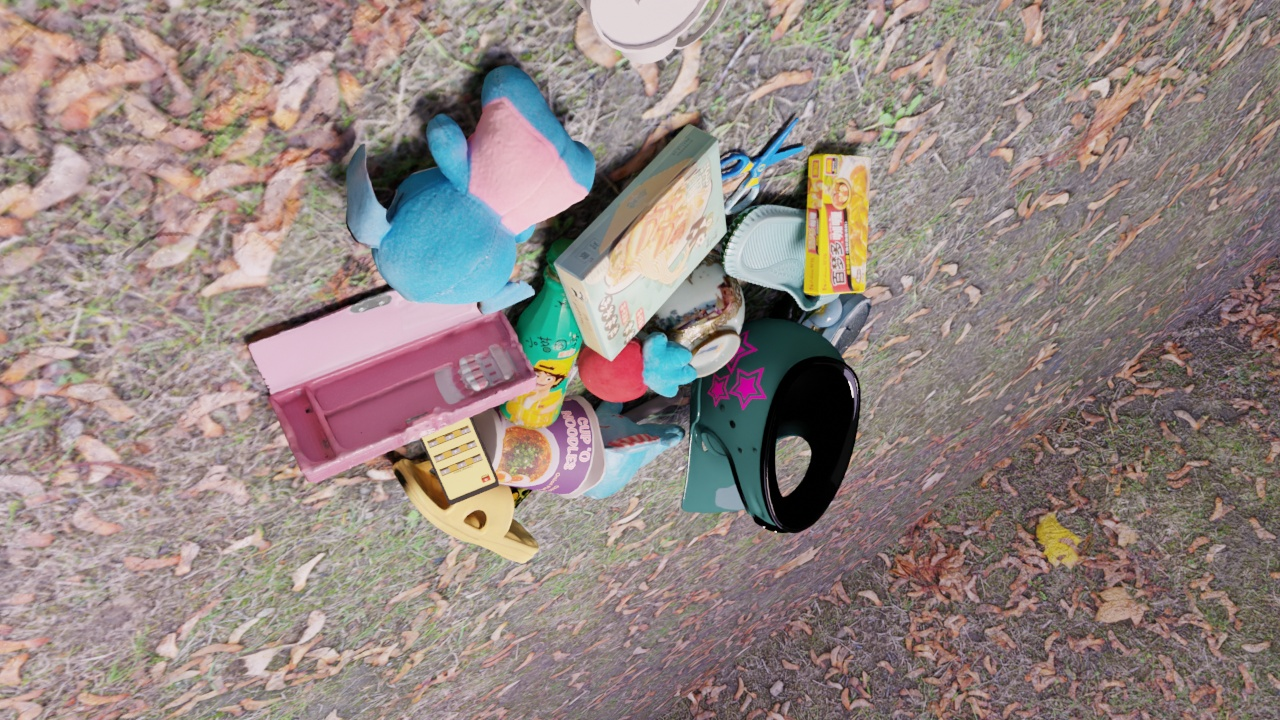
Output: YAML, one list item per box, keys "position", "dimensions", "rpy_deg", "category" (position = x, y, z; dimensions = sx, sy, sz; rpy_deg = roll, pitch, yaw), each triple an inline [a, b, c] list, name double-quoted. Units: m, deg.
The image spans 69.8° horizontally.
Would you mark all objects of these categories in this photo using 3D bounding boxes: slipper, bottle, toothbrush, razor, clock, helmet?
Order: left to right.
- position: [-0.189, 0.163, 1.072]
  dimensions: [0.078, 0.099, 0.263]
  rpy_deg: [-49, 143, -5]
  category: "slipper"
- position: [-0.196, 0.171, 1.168]
  dimensions: [0.044, 0.021, 0.144]
  rpy_deg: [-47, 147, 21]
  category: "razor"
- position: [-0.093, -0.026, 0.928]
  dimensions: [0.068, 0.068, 0.210]
  rpy_deg: [-12, 137, -36]
  category: "bottle"
- position: [-0.027, 0.083, 1.214]
  dimensions: [0.187, 0.018, 0.019]
  rpy_deg: [-26, 149, -16]
  category: "toothbrush"
- position: [0.013, -0.278, 0.672]
  dimensions: [0.120, 0.061, 0.159]
  rpy_deg: [-48, 148, 22]
  category: "clock"
- position: [0.147, 0.082, 1.141]
  dimensions: [0.176, 0.200, 0.275]
  rpy_deg: [5, 100, -31]
  category: "helmet"
- position: [0.189, -0.062, 1.211]
  dimensions: [0.033, 0.033, 0.123]
  rpy_deg: [-18, 147, -28]
  category: "bottle"
- position: [0.195, -0.121, 1.070]
  dimensions: [0.275, 0.069, 0.116]
  rpy_deg: [1, 117, -49]
  category: "slipper"
- position: [0.250, -0.045, 1.238]
  dimensions: [0.161, 0.060, 0.118]
  rpy_deg: [-14, 135, -56]
  category: "clock"

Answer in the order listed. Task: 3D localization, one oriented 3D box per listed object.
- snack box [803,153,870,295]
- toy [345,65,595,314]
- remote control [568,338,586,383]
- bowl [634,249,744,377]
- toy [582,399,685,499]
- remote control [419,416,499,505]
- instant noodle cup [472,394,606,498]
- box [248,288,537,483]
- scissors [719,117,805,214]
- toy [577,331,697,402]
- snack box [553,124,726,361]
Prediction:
- position: [0.219, -0.150, 1.020]
  dimensions: [0.075, 0.025, 0.152]
  rpy_deg: [-6, 101, -34]
  category: "snack box"
- position: [-0.120, -0.119, 0.733]
  dimensions: [0.191, 0.099, 0.224]
  rpy_deg: [-44, 142, 5]
  category: "toy"
- position: [-0.075, -0.020, 1.005]
  dimensions: [0.050, 0.022, 0.134]
  rpy_deg: [-2, 137, -44]
  category: "remote control"
- position: [0.059, -0.037, 1.046]
  dimensions: [0.159, 0.094, 0.160]
  rpy_deg: [-26, 151, -16]
  category: "bowl"
- position: [-0.024, 0.099, 1.143]
  dimensions: [0.180, 0.115, 0.184]
  rpy_deg: [-18, 175, -42]
  category: "toy"
- position: [-0.195, 0.081, 0.947]
  dimensions: [0.058, 0.013, 0.133]
  rpy_deg: [-22, 110, -7]
  category: "remote control"
- position: [-0.125, 0.097, 1.033]
  dimensions: [0.121, 0.137, 0.122]
  rpy_deg: [6, 105, -38]
  category: "instant noodle cup"
- position: [-0.213, 0.005, 0.824]
  dimensions: [0.232, 0.106, 0.116]
  rpy_deg: [-22, 158, -20]
  category: "box"
- position: [0.122, -0.197, 0.957]
  dimensions: [0.125, 0.016, 0.123]
  rpy_deg: [-24, 154, -20]
  category: "scissors"
- position: [-0.006, 0.006, 0.995]
  dimensions: [0.133, 0.062, 0.092]
  rpy_deg: [-6, 143, 13]
  category: "toy"
- position: [0.007, -0.111, 0.879]
  dimensions: [0.193, 0.044, 0.141]
  rpy_deg: [-49, 155, -18]
  category: "snack box"
